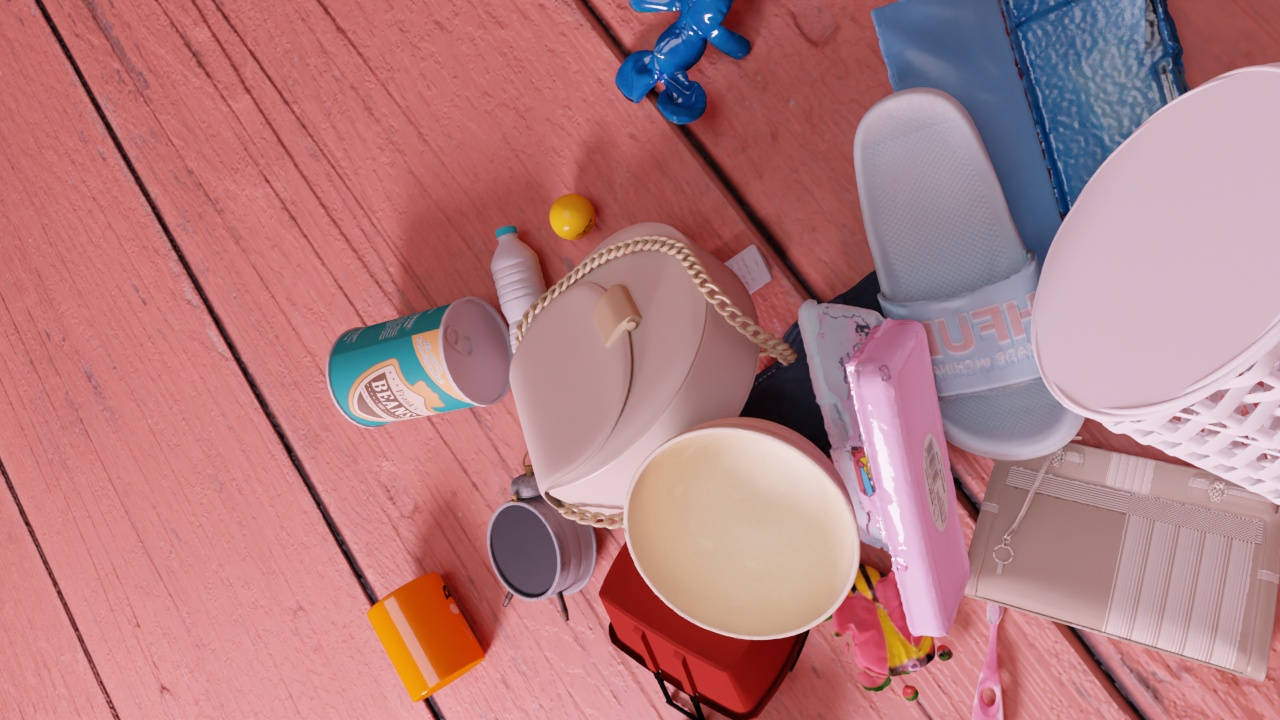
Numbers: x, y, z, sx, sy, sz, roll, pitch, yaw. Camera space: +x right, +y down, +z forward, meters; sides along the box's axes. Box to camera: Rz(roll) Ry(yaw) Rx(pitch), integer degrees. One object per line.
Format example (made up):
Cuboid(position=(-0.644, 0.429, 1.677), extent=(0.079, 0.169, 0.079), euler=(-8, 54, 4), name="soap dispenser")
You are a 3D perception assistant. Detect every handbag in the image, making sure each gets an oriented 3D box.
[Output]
Cuboid(position=(-0.005, 0.004, 0.711), extent=(0.209, 0.103, 0.210), euler=(-47, 38, 18), name="handbag")
Cuboid(position=(0.322, 0.080, 0.601), extent=(0.176, 0.062, 0.198), euler=(12, 91, 28), name="handbag")

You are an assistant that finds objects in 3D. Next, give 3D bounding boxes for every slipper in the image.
Cuboid(position=(0.194, -0.052, 0.570), extent=(0.104, 0.074, 0.245), euler=(-19, 88, 24), name="slipper")
Cuboid(position=(0.166, -0.003, 0.656), extent=(0.266, 0.083, 0.109), euler=(-38, 74, 22), name="slipper")

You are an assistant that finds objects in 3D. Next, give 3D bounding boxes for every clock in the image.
Cuboid(position=(-0.091, 0.152, 0.827), extent=(0.104, 0.056, 0.148), euler=(0, 98, 38), name="clock")

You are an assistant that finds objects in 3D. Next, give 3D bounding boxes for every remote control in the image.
Cuboid(position=(0.051, -0.047, 0.758), extent=(0.131, 0.012, 0.033), euler=(-33, 70, 27), name="remote control")

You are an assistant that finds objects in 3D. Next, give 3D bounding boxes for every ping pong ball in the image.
Cuboid(position=(-0.059, -0.125, 0.799), extent=(0.040, 0.040, 0.040), euler=(2, 95, 29), name="ping pong ball")

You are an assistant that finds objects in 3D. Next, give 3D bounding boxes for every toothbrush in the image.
Cuboid(position=(0.253, 0.234, 0.663), extent=(0.022, 0.016, 0.135), euler=(4, 95, 29), name="toothbrush")

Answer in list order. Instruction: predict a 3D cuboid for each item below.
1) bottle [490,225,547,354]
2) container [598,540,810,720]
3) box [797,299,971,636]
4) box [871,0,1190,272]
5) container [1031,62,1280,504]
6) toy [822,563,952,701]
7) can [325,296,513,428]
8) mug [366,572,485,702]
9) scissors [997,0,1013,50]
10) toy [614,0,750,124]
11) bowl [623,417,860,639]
Cuboid(position=(-0.105, -0.054, 0.827), extent=(0.044, 0.044, 0.136), euler=(-18, 85, 29), name="bottle")
Cuboid(position=(0.053, 0.209, 0.731), extent=(0.148, 0.201, 0.126), euler=(25, 68, 25), name="container")
Cuboid(position=(0.147, 0.067, 0.592), extent=(0.102, 0.110, 0.201), euler=(0, 119, 37), name="box")
Cuboid(position=(0.266, -0.148, 0.597), extent=(0.175, 0.060, 0.231), euler=(-15, 91, 21), name="box")
Cuboid(position=(0.336, -0.022, 0.459), extent=(0.186, 0.189, 0.189), euler=(23, 108, -11), name="container")
Cuboid(position=(0.179, 0.196, 0.684), extent=(0.103, 0.046, 0.084), euler=(41, 99, 30), name="toy")
Cuboid(position=(-0.204, 0.004, 0.856), extent=(0.144, 0.099, 0.099), euler=(-11, 88, 29), name="can")
Cuboid(position=(-0.214, 0.276, 0.902), extent=(0.096, 0.077, 0.113), euler=(56, 144, 14), name="mug")
Cuboid(position=(0.272, -0.226, 0.621), extent=(0.153, 0.014, 0.131), euler=(2, 95, 32), name="scissors")
Cuboid(position=(0.049, -0.256, 0.716), extent=(0.177, 0.071, 0.112), euler=(-44, 62, 25), name="toy")
Cuboid(position=(0.071, 0.099, 0.605), extent=(0.151, 0.075, 0.151), euler=(6, 112, 16), name="bowl")
